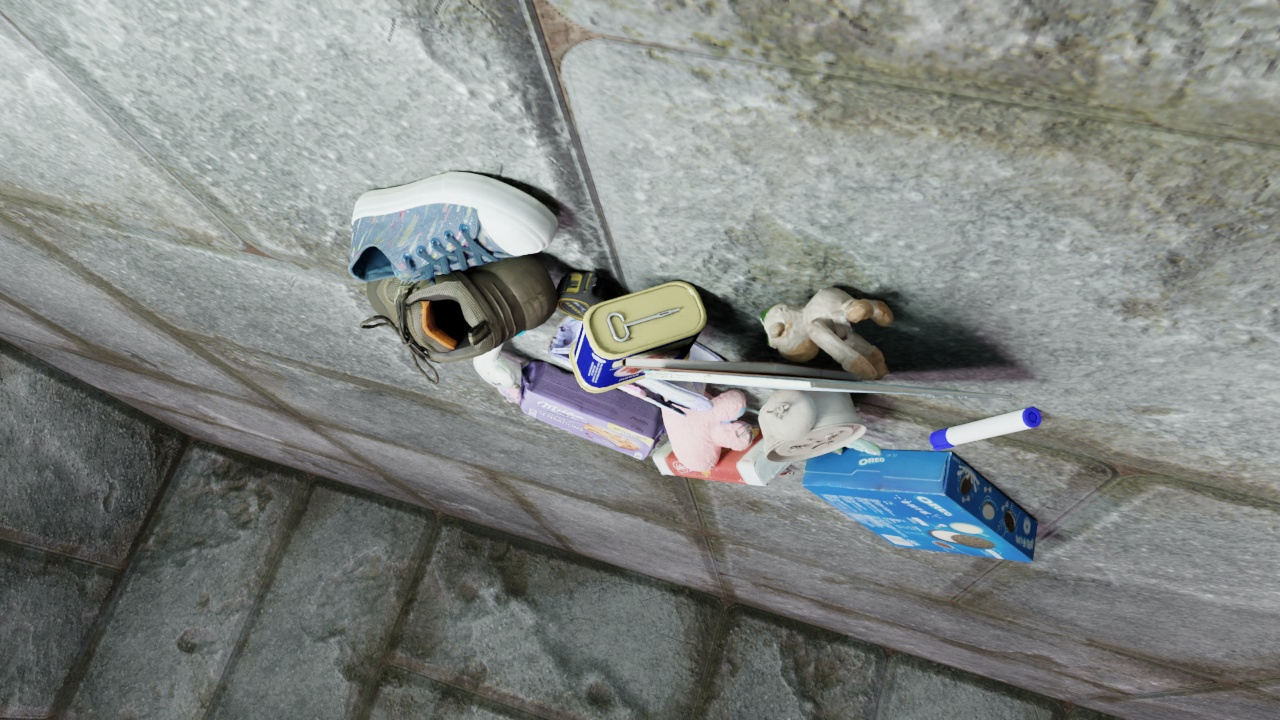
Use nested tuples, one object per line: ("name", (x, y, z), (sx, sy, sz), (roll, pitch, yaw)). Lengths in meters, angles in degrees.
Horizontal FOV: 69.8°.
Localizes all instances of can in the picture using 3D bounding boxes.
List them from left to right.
("can", (-0.002, -0.022, 0.839), (0.116, 0.056, 0.092), (-18, 165, -15))

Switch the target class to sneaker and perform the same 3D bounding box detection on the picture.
("sneaker", (-0.204, -0.035, 0.877), (0.238, 0.142, 0.101), (3, 125, 38))
("sneaker", (-0.178, -0.106, 0.798), (0.236, 0.079, 0.087), (4, 157, 36))

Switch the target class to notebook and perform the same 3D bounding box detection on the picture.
("notebook", (0.098, 0.009, 0.831), (0.142, 0.008, 0.208), (2, 178, 31))
("notebook", (0.155, 0.021, 0.754), (0.253, 0.009, 0.181), (4, 179, -38))

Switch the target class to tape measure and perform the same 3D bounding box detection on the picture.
("tape measure", (-0.050, -0.061, 0.873), (0.061, 0.034, 0.061), (2, 155, 33))

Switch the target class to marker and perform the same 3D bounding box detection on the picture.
("marker", (0.333, 0.068, 0.896), (0.020, 0.020, 0.142), (23, 161, -13))

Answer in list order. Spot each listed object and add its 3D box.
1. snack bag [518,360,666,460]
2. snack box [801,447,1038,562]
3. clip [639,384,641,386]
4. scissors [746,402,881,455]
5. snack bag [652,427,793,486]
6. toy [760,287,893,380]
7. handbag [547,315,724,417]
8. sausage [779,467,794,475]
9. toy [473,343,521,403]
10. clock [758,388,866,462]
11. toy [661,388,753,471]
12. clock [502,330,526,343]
("snack bag", (-0.066, 0.060, 1.190), (0.205, 0.058, 0.096), (23, 157, -1))
("snack box", (0.346, 0.178, 1.135), (0.196, 0.056, 0.238), (-4, 150, 47))
("clip", (-0.005, 0.026, 1.090), (0.052, 0.026, 0.059), (12, 161, 12))
("scissors", (0.194, 0.078, 1.041), (0.172, 0.023, 0.171), (20, 174, 45))
("snack bag", (0.102, 0.113, 1.122), (0.226, 0.077, 0.041), (-2, 122, 59))
("toy", (0.144, -0.020, 0.730), (0.106, 0.074, 0.085), (10, -165, 22))
("handbag", (-0.006, 0.006, 0.970), (0.158, 0.069, 0.127), (26, 162, -28))
("sausage", (0.137, 0.137, 1.270), (0.155, 0.020, 0.020), (12, 160, 20))
("toy", (-0.183, 0.006, 1.137), (0.079, 0.037, 0.123), (11, 138, 41))
("clock", (0.159, 0.054, 0.913), (0.104, 0.061, 0.156), (-24, 156, 23))
("toy", (0.077, 0.073, 1.050), (0.105, 0.108, 0.053), (-10, -177, 29))
("clock", (-0.168, -0.054, 0.994), (0.130, 0.043, 0.099), (-12, 145, 44))
